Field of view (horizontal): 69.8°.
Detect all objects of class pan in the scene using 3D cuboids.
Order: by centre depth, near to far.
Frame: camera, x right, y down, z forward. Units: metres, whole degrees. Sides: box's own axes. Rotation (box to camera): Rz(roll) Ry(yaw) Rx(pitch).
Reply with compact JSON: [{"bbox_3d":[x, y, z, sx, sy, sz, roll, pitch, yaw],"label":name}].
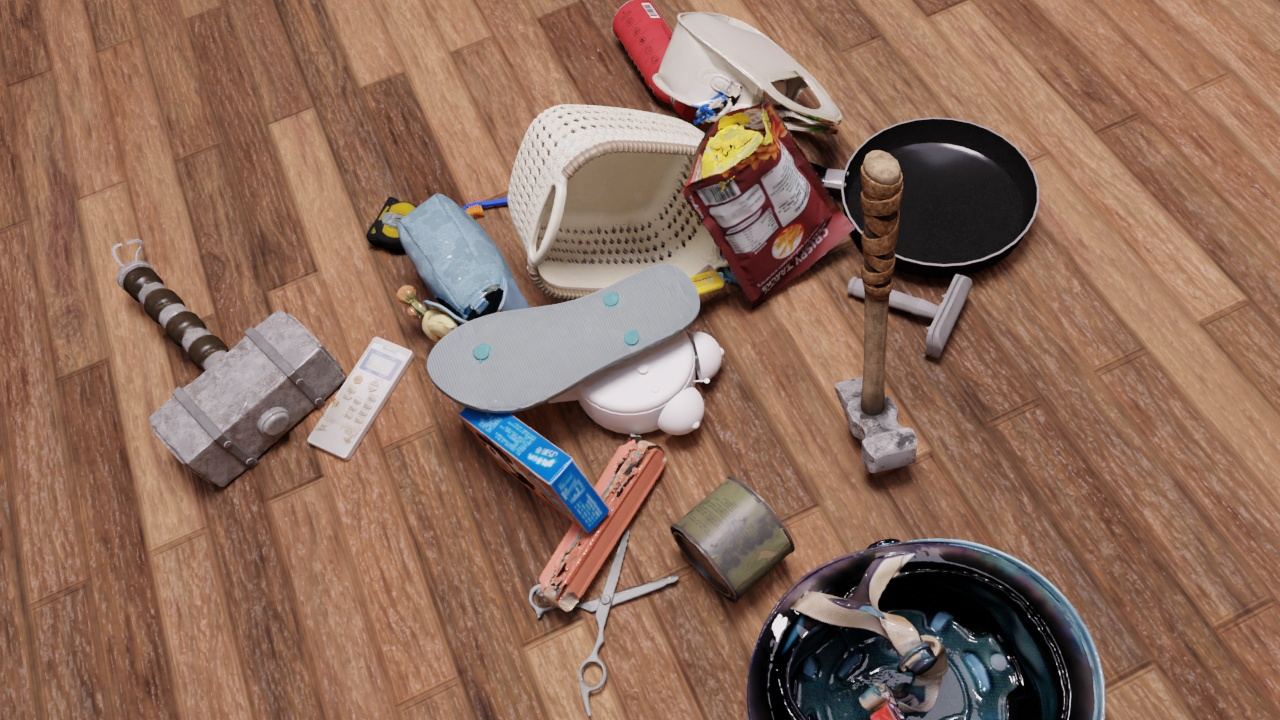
[{"bbox_3d":[0.251,-0.192,1.021,0.356,0.044,0.203,12,63,15],"label":"pan"}]

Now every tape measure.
[{"bbox_3d":[-0.279,-0.156,1.063,0.061,0.034,0.061,16,67,11],"label":"tape measure"}]

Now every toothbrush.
[{"bbox_3d":[-0.118,-0.187,1.073,0.182,0.016,0.018,-8,68,2],"label":"toothbrush"}]

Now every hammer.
[{"bbox_3d":[0.205,-0.038,0.800,0.049,0.319,0.121,-14,44,-2],"label":"hammer"},{"bbox_3d":[-0.487,-0.027,0.993,0.326,0.079,0.176,39,73,22],"label":"hammer"}]

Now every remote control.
[{"bbox_3d":[-0.297,0.039,0.979,0.050,0.011,0.135,21,67,15],"label":"remote control"}]

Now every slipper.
[{"bbox_3d":[-0.068,-0.013,0.884,0.268,0.055,0.098,-19,73,-10],"label":"slipper"}]

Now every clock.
[{"bbox_3d":[-0.005,0.006,0.926,0.161,0.073,0.125,14,60,14],"label":"clock"}]

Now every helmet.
[{"bbox_3d":[0.215,0.260,0.727,0.265,0.167,0.225,-17,65,-1],"label":"helmet"}]

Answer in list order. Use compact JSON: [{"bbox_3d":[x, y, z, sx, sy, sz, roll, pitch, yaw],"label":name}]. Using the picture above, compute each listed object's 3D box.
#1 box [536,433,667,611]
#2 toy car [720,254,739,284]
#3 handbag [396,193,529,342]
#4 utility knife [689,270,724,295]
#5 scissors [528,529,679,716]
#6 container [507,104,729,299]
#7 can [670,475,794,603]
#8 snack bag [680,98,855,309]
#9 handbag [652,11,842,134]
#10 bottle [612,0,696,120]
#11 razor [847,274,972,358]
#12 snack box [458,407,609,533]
[{"bbox_3d":[-0.033,0.154,0.870,0.056,0.059,0.186,35,67,-5],"label":"box"},{"bbox_3d":[0.129,-0.130,1.012,0.060,0.027,0.107,23,68,16],"label":"toy car"},{"bbox_3d":[-0.193,-0.076,0.968,0.118,0.122,0.192,-36,65,-1],"label":"handbag"},{"bbox_3d":[0.021,-0.068,0.943,0.151,0.017,0.030,-16,54,-22],"label":"utility knife"},{"bbox_3d":[-0.037,0.239,0.849,0.142,0.014,0.174,0,61,9],"label":"scissors"},{"bbox_3d":[-0.014,-0.163,0.937,0.245,0.185,0.143,-3,43,-36],"label":"container"},{"bbox_3d":[0.082,0.163,0.833,0.074,0.090,0.090,-39,66,-13],"label":"can"},{"bbox_3d":[0.127,-0.145,0.905,0.139,0.208,0.066,-45,45,1],"label":"snack bag"},{"bbox_3d":[0.123,-0.292,1.005,0.199,0.093,0.200,37,32,14],"label":"handbag"},{"bbox_3d":[0.027,-0.365,1.123,0.062,0.062,0.176,-24,63,-7],"label":"bottle"},{"bbox_3d":[0.273,-0.062,0.959,0.116,0.047,0.088,21,67,24],"label":"razor"},{"bbox_3d":[-0.101,0.095,0.862,0.034,0.087,0.151,-46,46,-17],"label":"snack box"}]
